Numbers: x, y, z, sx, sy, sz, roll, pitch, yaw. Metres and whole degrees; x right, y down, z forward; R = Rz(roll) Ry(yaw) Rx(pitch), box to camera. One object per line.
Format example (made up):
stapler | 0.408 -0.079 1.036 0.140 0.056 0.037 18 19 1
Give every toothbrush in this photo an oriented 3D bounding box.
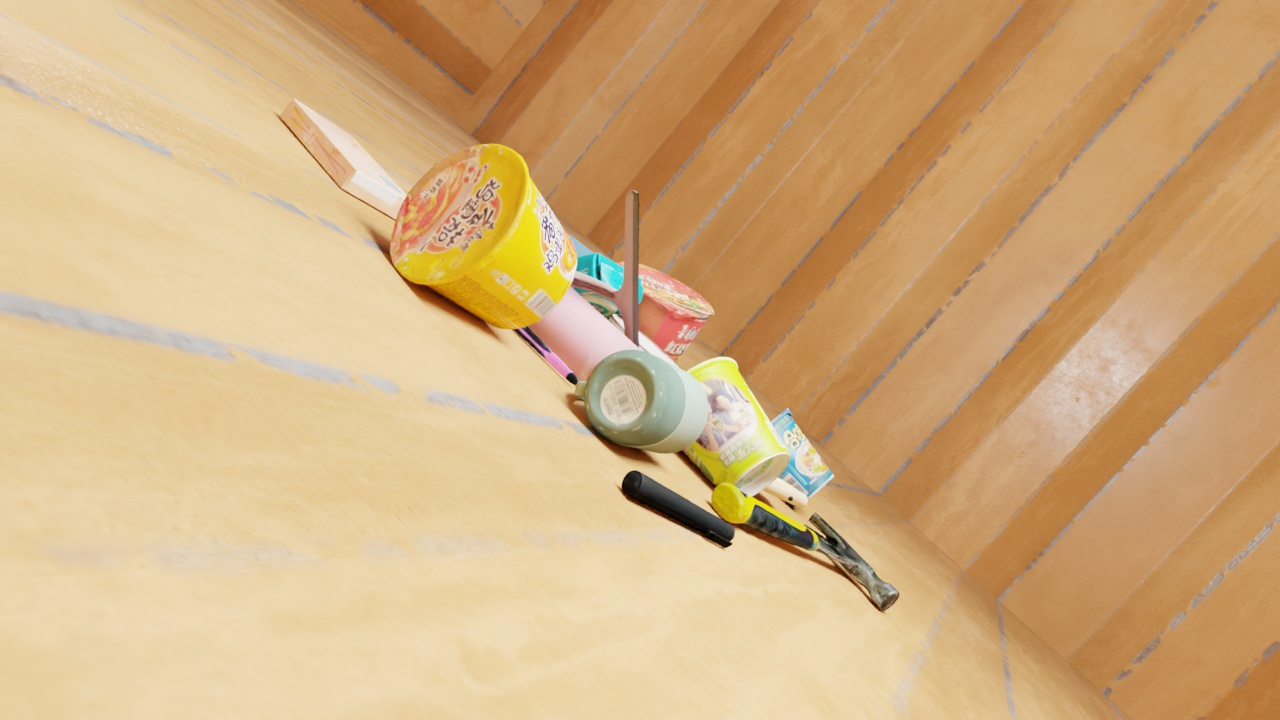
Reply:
toothbrush | -0.123 -0.038 0.894 0.189 0.014 0.018 43 -2 21

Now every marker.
marker | 0.032 0.117 0.713 0.132 0.020 0.022 36 37 -43

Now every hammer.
hammer | 0.167 0.185 0.966 0.323 0.032 0.126 32 10 -48

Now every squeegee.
squeegee | -0.090 -0.088 0.975 0.250 0.248 0.040 20 36 30

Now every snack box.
snack box | -0.302 -0.206 0.944 0.157 0.026 0.084 44 8 33

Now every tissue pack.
tissue pack | -0.072 -0.080 1.071 0.134 0.050 0.093 -7 -20 34

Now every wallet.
wallet | 0.132 0.133 1.077 0.115 0.024 0.087 25 1 -15

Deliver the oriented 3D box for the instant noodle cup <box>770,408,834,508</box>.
instant noodle cup | 0.197 0.136 1.232 0.110 0.099 0.099 50 8 9

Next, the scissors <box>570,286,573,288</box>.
scissors | -0.125 -0.088 1.042 0.133 0.056 0.017 20 9 40

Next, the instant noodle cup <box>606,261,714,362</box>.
instant noodle cup | 0.007 -0.047 1.163 0.138 0.109 0.137 24 19 -9

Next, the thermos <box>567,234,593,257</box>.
thermos | -0.072 -0.110 1.197 0.070 0.070 0.220 46 8 39

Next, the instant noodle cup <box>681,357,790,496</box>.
instant noodle cup | 0.090 0.079 0.963 0.123 0.112 0.111 54 12 28

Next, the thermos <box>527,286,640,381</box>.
thermos | -0.082 -0.053 0.915 0.198 0.087 0.067 44 34 17

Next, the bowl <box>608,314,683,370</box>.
bowl | -0.006 0.006 1.045 0.113 0.062 0.113 38 7 -6

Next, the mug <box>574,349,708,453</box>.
mug | -0.009 0.035 0.810 0.112 0.082 0.106 10 -6 24

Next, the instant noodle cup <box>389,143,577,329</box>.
instant noodle cup | -0.127 -0.099 0.793 0.138 0.138 0.110 46 1 38
